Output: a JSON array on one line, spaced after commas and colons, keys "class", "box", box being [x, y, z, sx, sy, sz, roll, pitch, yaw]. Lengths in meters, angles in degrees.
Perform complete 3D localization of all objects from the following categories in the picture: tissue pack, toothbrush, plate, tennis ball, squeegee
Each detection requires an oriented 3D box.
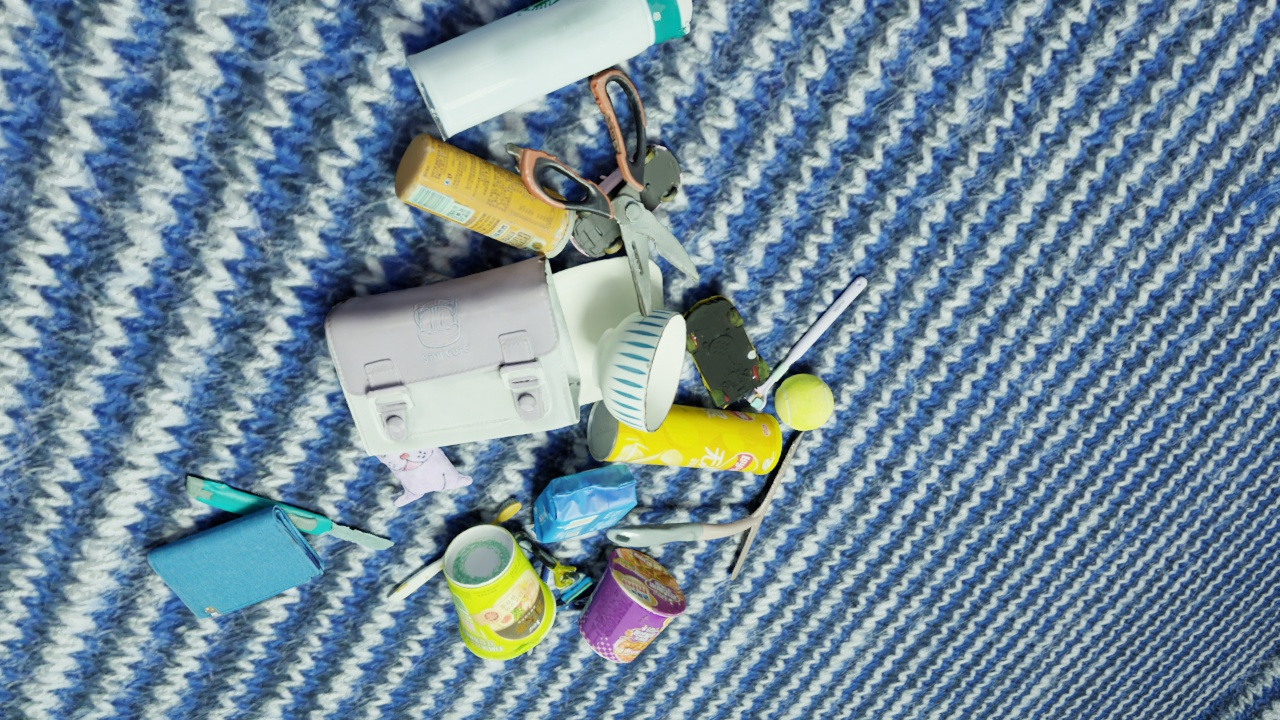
[{"class": "tissue pack", "box": [-0.064, 0.155, 0.993, 0.094, 0.052, 0.157, -10, 161, -20]}, {"class": "toothbrush", "box": [0.185, -0.021, 1.027, 0.189, 0.029, 0.021, -49, 169, 12]}, {"class": "plate", "box": [-0.055, -0.028, 0.900, 0.164, 0.034, 0.164, -15, 129, -13]}, {"class": "tennis ball", "box": [0.186, 0.047, 1.046, 0.065, 0.065, 0.066, -12, 128, -16]}, {"class": "squeegee", "box": [0.072, 0.199, 1.097, 0.249, 0.040, 0.248, -2, 125, -33]}, {"class": "toothbrush", "box": [-0.208, 0.211, 1.020, 0.191, 0.018, 0.016, -37, 128, 8]}]

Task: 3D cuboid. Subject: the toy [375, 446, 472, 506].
[{"class": "toy", "box": [-0.227, 0.099, 0.913, 0.084, 0.039, 0.108, -21, 131, 2]}]

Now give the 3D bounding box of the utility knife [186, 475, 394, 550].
[{"class": "utility knife", "box": [-0.345, 0.158, 0.917, 0.222, 0.013, 0.029, 27, 112, -36]}]

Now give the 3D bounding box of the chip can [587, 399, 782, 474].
[{"class": "chip can", "box": [0.050, 0.083, 1.007, 0.213, 0.072, 0.072, 8, 120, -28]}]

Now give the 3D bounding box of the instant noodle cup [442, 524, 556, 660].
[{"class": "instant noodle cup", "box": [-0.160, 0.245, 0.994, 0.111, 0.111, 0.124, -21, 134, -9]}]

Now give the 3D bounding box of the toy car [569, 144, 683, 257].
[{"class": "toy car", "box": [-0.016, -0.146, 0.834, 0.122, 0.037, 0.056, -43, 129, -7]}]

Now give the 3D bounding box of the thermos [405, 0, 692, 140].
[{"class": "thermos", "box": [-0.067, -0.250, 0.715, 0.224, 0.073, 0.073, -26, 130, -6]}]

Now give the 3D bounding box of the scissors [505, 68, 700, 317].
[{"class": "scissors", "box": [-0.020, -0.146, 0.793, 0.226, 0.015, 0.189, 18, 90, -32]}]

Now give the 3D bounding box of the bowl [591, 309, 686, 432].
[{"class": "bowl", "box": [-0.005, 0.005, 0.867, 0.066, 0.116, 0.117, 14, 127, 16]}]

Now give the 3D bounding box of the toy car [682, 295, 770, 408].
[{"class": "toy car", "box": [0.087, -0.011, 0.973, 0.071, 0.041, 0.156, -32, 132, 0]}]

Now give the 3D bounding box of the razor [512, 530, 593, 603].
[{"class": "razor", "box": [-0.107, 0.233, 1.060, 0.042, 0.022, 0.143, -40, 131, -3]}]

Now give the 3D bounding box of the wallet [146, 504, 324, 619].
[{"class": "wallet", "box": [-0.396, 0.200, 0.907, 0.133, 0.040, 0.106, -19, 128, 1]}]

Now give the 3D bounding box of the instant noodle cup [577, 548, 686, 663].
[{"class": "instant noodle cup", "box": [-0.016, 0.300, 1.103, 0.111, 0.111, 0.099, 21, 109, -35]}]

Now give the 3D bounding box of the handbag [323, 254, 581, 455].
[{"class": "handbag", "box": [-0.160, -0.001, 0.809, 0.197, 0.098, 0.145, -10, 117, 4]}]

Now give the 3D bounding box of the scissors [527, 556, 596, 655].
[{"class": "scissors", "box": [-0.114, 0.301, 1.127, 0.162, 0.012, 0.173, -2, 123, -25]}]

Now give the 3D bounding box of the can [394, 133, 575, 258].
[{"class": "can", "box": [-0.129, -0.136, 0.773, 0.146, 0.058, 0.058, 20, 114, -34]}]
